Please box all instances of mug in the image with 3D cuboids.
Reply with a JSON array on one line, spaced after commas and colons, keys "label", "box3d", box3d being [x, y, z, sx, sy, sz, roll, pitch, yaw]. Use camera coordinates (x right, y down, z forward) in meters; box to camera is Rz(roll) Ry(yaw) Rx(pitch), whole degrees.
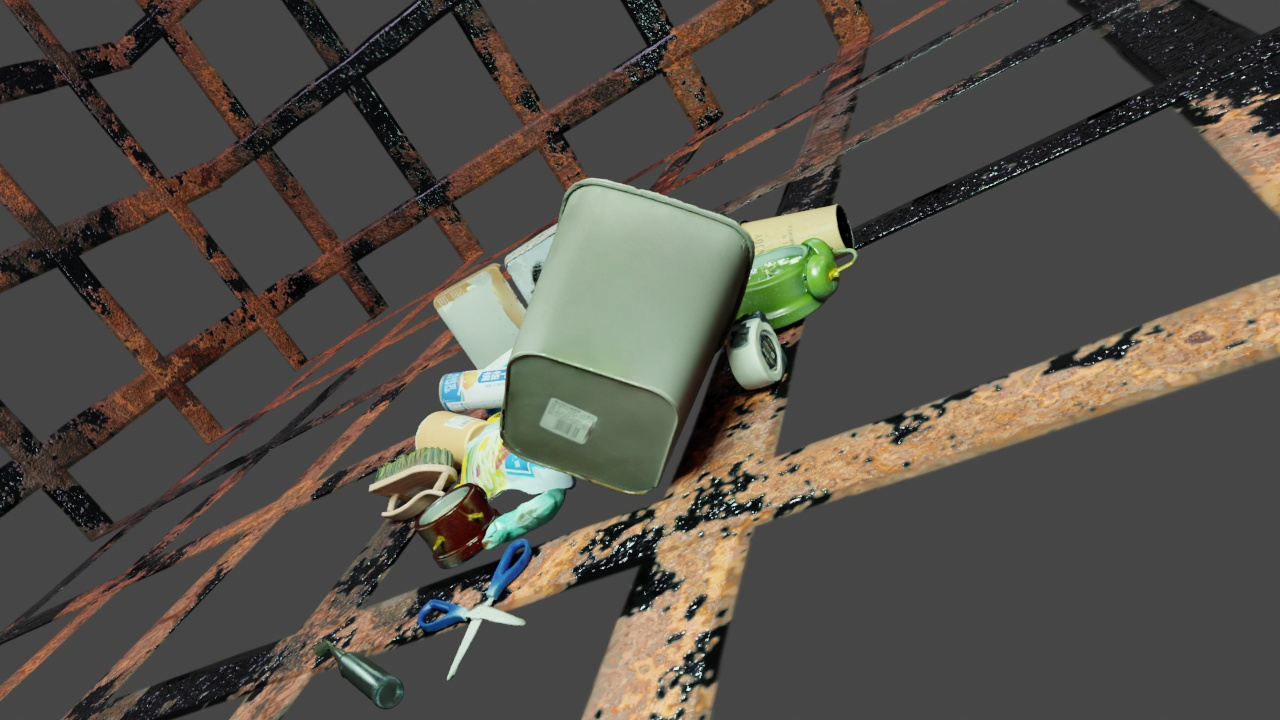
[{"label": "mug", "box3d": [-0.227, 0.105, 1.179, 0.123, 0.078, 0.078, -3, 34, 51]}]

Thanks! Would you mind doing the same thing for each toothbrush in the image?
[{"label": "toothbrush", "box3d": [-0.263, 0.279, 0.835, 0.027, 0.026, 0.213, -29, 12, -32]}]

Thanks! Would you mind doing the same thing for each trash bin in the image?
[{"label": "trash bin", "box3d": [-0.021, -0.017, 0.857, 0.199, 0.198, 0.219, 104, -174, -48]}]

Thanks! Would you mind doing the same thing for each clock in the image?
[{"label": "clock", "box3d": [0.162, -0.087, 1.011, 0.161, 0.056, 0.116, -20, 21, 14]}, {"label": "clock", "box3d": [-0.192, 0.169, 0.962, 0.082, 0.055, 0.122, -36, 15, -9]}]

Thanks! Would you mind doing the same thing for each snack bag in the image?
[{"label": "snack bag", "box3d": [-0.130, 0.103, 1.013, 0.192, 0.039, 0.110, -21, 45, 42]}]

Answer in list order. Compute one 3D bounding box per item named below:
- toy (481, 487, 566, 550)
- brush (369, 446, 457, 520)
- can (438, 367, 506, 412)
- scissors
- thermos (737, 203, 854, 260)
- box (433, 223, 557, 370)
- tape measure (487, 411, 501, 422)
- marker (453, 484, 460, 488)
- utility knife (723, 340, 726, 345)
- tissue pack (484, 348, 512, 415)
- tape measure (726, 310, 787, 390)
[{"label": "toy", "box3d": [-0.117, 0.158, 0.892, 0.092, 0.030, 0.096, -33, -2, 11]}, {"label": "brush", "box3d": [-0.276, 0.154, 1.139, 0.146, 0.063, 0.073, -24, 53, 44]}, {"label": "can", "box3d": [-0.198, 0.037, 1.224, 0.135, 0.053, 0.053, -6, 26, 21]}, {"label": "scissors", "box3d": [-0.144, 0.218, 0.813, 0.163, 0.012, 0.175, -21, 22, 32]}, {"label": "thermos", "box3d": [0.177, -0.137, 1.098, 0.143, 0.093, 0.092, -14, 24, 29]}, {"label": "box", "box3d": [-0.166, -0.080, 1.403, 0.272, 0.178, 0.106, -29, 16, 11]}, {"label": "tape measure", "box3d": [-0.171, 0.082, 1.211, 0.060, 0.029, 0.057, -20, 9, -16]}, {"label": "marker", "box3d": [-0.218, 0.175, 1.059, 0.018, 0.015, 0.124, -34, 16, 11]}, {"label": "utility knife", "box3d": [0.067, -0.017, 1.074, 0.155, 0.015, 0.033, -22, 17, 32]}, {"label": "tissue pack", "box3d": [-0.172, 0.023, 1.315, 0.140, 0.063, 0.090, -37, 19, -9]}, {"label": "tape measure", "box3d": [0.110, -0.006, 0.879, 0.034, 0.066, 0.065, -18, 20, 31]}]
